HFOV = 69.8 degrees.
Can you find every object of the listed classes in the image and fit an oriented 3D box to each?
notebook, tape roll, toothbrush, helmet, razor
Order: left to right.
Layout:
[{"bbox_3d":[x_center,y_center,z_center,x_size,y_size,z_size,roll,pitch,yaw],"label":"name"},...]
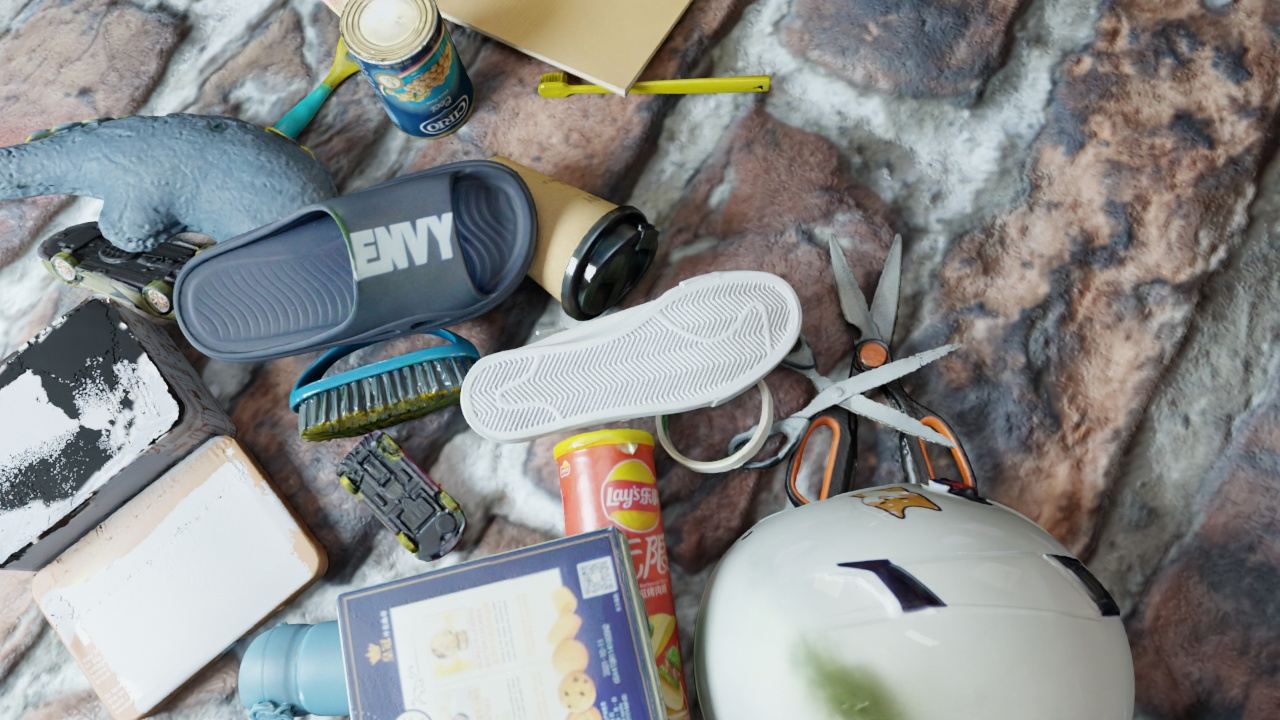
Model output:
[{"bbox_3d":[-0.271,-0.222,0.768,0.043,0.028,0.132,39,76,-18],"label":"razor"},{"bbox_3d":[-0.066,-0.319,0.780,0.211,0.012,0.149,27,73,14],"label":"notebook"},{"bbox_3d":[0.010,-0.227,0.752,0.190,0.016,0.016,0,67,5],"label":"toothbrush"},{"bbox_3d":[0.053,0.038,0.657,0.086,0.014,0.085,-11,63,21],"label":"tape roll"},{"bbox_3d":[0.169,0.182,0.538,0.274,0.157,0.230,1,81,2],"label":"helmet"}]

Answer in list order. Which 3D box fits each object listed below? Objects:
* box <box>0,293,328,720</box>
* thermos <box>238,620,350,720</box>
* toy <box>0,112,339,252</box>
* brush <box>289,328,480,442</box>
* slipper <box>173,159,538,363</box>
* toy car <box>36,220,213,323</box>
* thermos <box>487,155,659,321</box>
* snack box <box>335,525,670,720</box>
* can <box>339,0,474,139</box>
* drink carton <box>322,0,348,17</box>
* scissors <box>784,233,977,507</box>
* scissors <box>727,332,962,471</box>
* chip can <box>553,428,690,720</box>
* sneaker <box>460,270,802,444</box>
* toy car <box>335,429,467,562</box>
[{"bbox_3d":[-0.370,0.104,0.662,0.177,0.082,0.260,-39,78,-7],"label":"box"},{"bbox_3d":[-0.153,0.205,0.615,0.220,0.070,0.070,-5,73,3],"label":"thermos"},{"bbox_3d":[-0.316,-0.121,0.697,0.356,0.092,0.137,19,54,-4],"label":"toy"},{"bbox_3d":[-0.189,0.011,0.679,0.144,0.055,0.073,-16,74,1],"label":"brush"},{"bbox_3d":[-0.198,-0.058,0.623,0.268,0.083,0.111,-16,101,4],"label":"slipper"},{"bbox_3d":[-0.394,-0.072,0.722,0.158,0.042,0.070,19,40,11],"label":"toy car"},{"bbox_3d":[-0.063,-0.095,0.686,0.143,0.093,0.093,34,79,21],"label":"thermos"},{"bbox_3d":[-0.078,0.209,0.548,0.182,0.046,0.177,-14,74,4],"label":"snack box"},{"bbox_3d":[-0.180,-0.234,0.720,0.075,0.111,0.075,-1,74,4],"label":"can"},{"bbox_3d":[-0.246,-0.322,0.776,0.122,0.053,0.046,47,119,15],"label":"drink carton"},{"bbox_3d":[0.177,0.019,0.662,0.204,0.022,0.224,32,79,13],"label":"scissors"},{"bbox_3d":[0.133,0.026,0.636,0.159,0.014,0.181,-52,53,2],"label":"scissors"},{"bbox_3d":[-0.012,0.158,0.614,0.073,0.073,0.216,-9,75,2],"label":"chip can"},{"bbox_3d":[-0.004,0.004,0.652,0.242,0.091,0.089,-17,85,-3],"label":"sneaker"},{"bbox_3d":[-0.171,0.099,0.664,0.106,0.031,0.049,41,82,13],"label":"toy car"}]
